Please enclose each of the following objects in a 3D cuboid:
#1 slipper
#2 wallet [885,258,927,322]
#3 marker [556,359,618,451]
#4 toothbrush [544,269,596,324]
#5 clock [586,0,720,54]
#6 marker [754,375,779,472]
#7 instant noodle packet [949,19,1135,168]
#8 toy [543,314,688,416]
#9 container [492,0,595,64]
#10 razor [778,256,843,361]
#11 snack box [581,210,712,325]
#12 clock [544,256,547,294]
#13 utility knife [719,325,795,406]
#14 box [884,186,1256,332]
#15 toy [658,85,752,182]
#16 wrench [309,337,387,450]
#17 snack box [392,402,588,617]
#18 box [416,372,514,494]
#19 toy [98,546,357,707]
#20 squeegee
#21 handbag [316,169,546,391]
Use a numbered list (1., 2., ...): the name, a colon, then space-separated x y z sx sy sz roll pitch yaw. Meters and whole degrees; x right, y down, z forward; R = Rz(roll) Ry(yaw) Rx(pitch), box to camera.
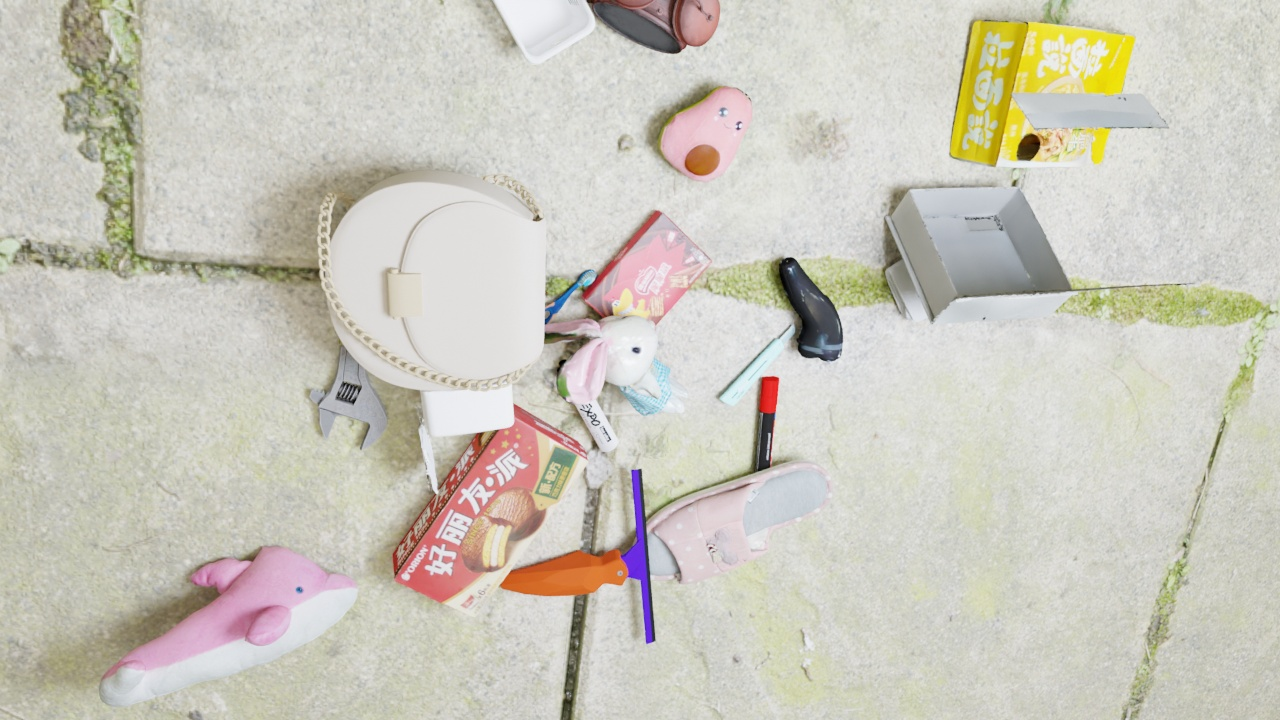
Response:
1. slipper: 0.117 0.208 1.156 0.274 0.054 0.114 -25 116 1
2. wallet: 0.370 -0.108 1.158 0.116 0.032 0.086 -27 103 -5
3. marker: -0.063 0.052 1.077 0.025 0.025 0.126 -30 114 -6
4. toothbrush: -0.102 -0.056 1.032 0.135 0.017 0.021 -41 116 -1
5. clock: 0.015 -0.356 0.892 0.120 0.158 0.072 23 94 -23
6. marker: 0.160 0.091 1.162 0.023 0.021 0.145 -15 115 -43
7. instant noodle packet: 0.500 -0.318 1.106 0.221 0.084 0.163 -5 111 -23
8. toy: -0.006 0.006 1.024 0.205 0.131 0.106 27 115 -40
9. container: -0.111 -0.368 0.906 0.080 0.049 0.129 -33 114 -5
10. razor: 0.200 -0.059 1.109 0.064 0.053 0.140 -32 112 4
11. snack box: 0.008 -0.094 1.051 0.089 0.021 0.133 40 93 -25
12. clock: -0.158 -0.118 0.972 0.104 0.056 0.148 -21 114 -6
13. utility knife: 0.147 0.006 1.134 0.022 0.015 0.129 43 89 -23
14. box: 0.428 -0.093 0.995 0.166 0.369 0.150 -5 112 -16
15. toy: 0.075 -0.252 1.002 0.090 0.051 0.110 36 94 -26
16. wrench: -0.299 -0.033 0.977 0.083 0.018 0.274 7 106 -19
17. snack box: -0.175 0.171 1.062 0.113 0.060 0.236 34 95 -23
18. box: -0.199 0.074 0.996 0.124 0.109 0.137 -8 109 -13
19. toy: -0.443 0.274 0.985 0.264 0.187 0.128 -22 75 -33
20. squeegee: -0.079 0.262 1.127 0.185 0.055 0.250 -6 110 -4
21. handbag: -0.199 -0.080 0.911 0.208 0.103 0.211 1 113 -6
